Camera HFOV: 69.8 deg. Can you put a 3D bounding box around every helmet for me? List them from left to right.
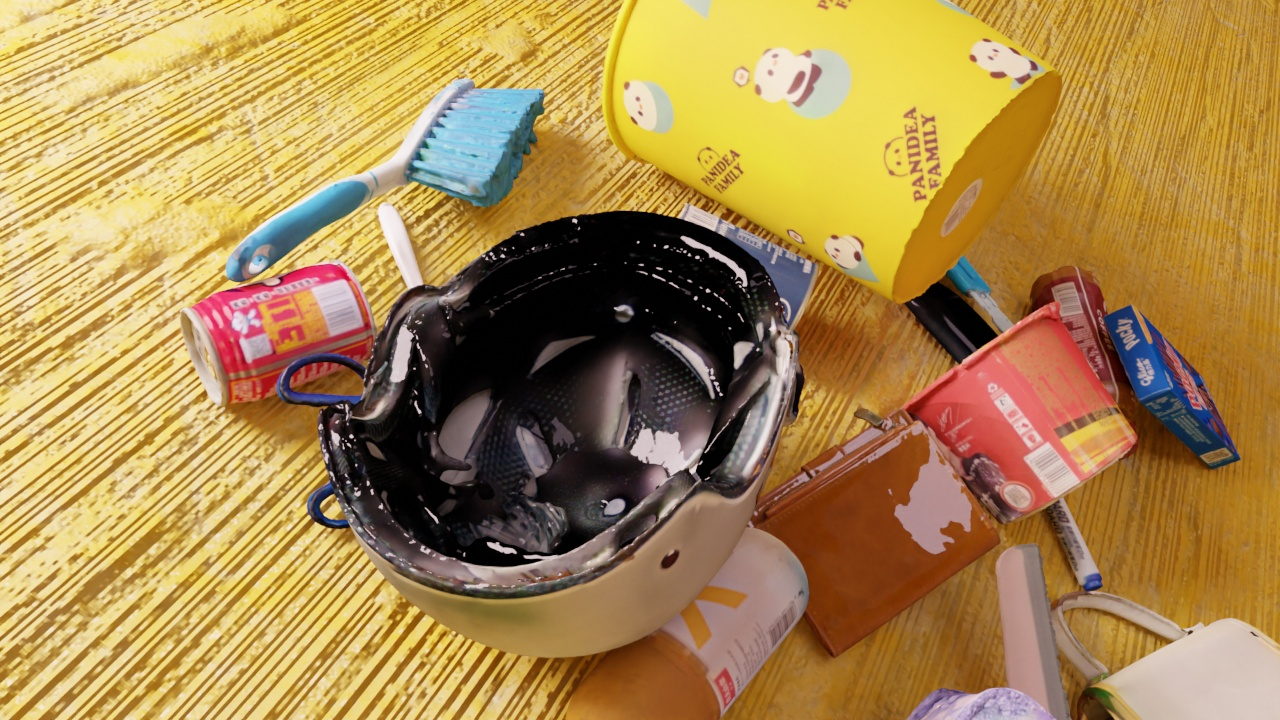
[{"bbox_3d":[-0.032,0.049,0.504,0.230,0.157,0.273,7,39,13],"label":"helmet"}]

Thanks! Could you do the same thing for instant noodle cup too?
[{"bbox_3d":[0.266,0.044,0.650,0.137,0.138,0.108,-24,73,-34],"label":"instant noodle cup"}]

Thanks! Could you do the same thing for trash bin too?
[{"bbox_3d":[0.141,-0.187,0.677,0.255,0.230,0.228,39,50,23],"label":"trash bin"}]

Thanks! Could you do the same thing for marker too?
[{"bbox_3d":[0.311,0.103,0.693,0.017,0.017,0.145,2,55,-20],"label":"marker"}]

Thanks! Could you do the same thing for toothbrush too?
[{"bbox_3d":[-0.148,-0.042,0.622,0.016,0.016,0.180,-10,59,-30],"label":"toothbrush"}]

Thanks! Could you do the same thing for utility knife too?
[{"bbox_3d":[0.283,-0.075,0.803,0.034,0.018,0.238,-10,55,-29],"label":"utility knife"}]

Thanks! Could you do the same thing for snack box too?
[{"bbox_3d":[0.438,0.024,0.754,0.157,0.026,0.084,29,44,-35],"label":"snack box"}]

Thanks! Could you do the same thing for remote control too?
[{"bbox_3d":[0.271,-0.024,0.768,0.053,0.024,0.136,-24,67,-36],"label":"remote control"}]

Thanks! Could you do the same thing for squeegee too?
[{"bbox_3d":[0.126,0.230,0.512,0.249,0.040,0.247,2,71,-13],"label":"squeegee"}]

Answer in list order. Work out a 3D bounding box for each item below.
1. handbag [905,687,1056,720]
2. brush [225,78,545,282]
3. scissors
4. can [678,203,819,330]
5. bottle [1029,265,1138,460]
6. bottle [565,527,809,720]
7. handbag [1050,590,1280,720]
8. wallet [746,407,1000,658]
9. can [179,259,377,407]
[{"bbox_3d":[0.155,0.265,0.446,0.193,0.076,0.134,-42,83,-20],"label":"handbag"},{"bbox_3d":[-0.155,-0.127,0.634,0.109,0.061,0.313,17,39,-1],"label":"brush"},{"bbox_3d":[-0.136,0.040,0.549,0.162,0.012,0.164,31,65,-27],"label":"scissors"},{"bbox_3d":[0.065,-0.061,0.682,0.111,0.075,0.075,25,50,-2],"label":"can"},{"bbox_3d":[0.371,0.001,0.766,0.057,0.058,0.174,14,51,-12],"label":"bottle"},{"bbox_3d":[0.019,0.167,0.497,0.068,0.068,0.189,43,52,12],"label":"bottle"},{"bbox_3d":[0.356,0.223,0.604,0.163,0.063,0.178,-11,45,-28],"label":"handbag"},{"bbox_3d":[0.140,0.099,0.576,0.130,0.035,0.119,-31,77,-8],"label":"wallet"},{"bbox_3d":[-0.214,-0.016,0.544,0.093,0.067,0.066,-24,66,-34],"label":"can"}]
